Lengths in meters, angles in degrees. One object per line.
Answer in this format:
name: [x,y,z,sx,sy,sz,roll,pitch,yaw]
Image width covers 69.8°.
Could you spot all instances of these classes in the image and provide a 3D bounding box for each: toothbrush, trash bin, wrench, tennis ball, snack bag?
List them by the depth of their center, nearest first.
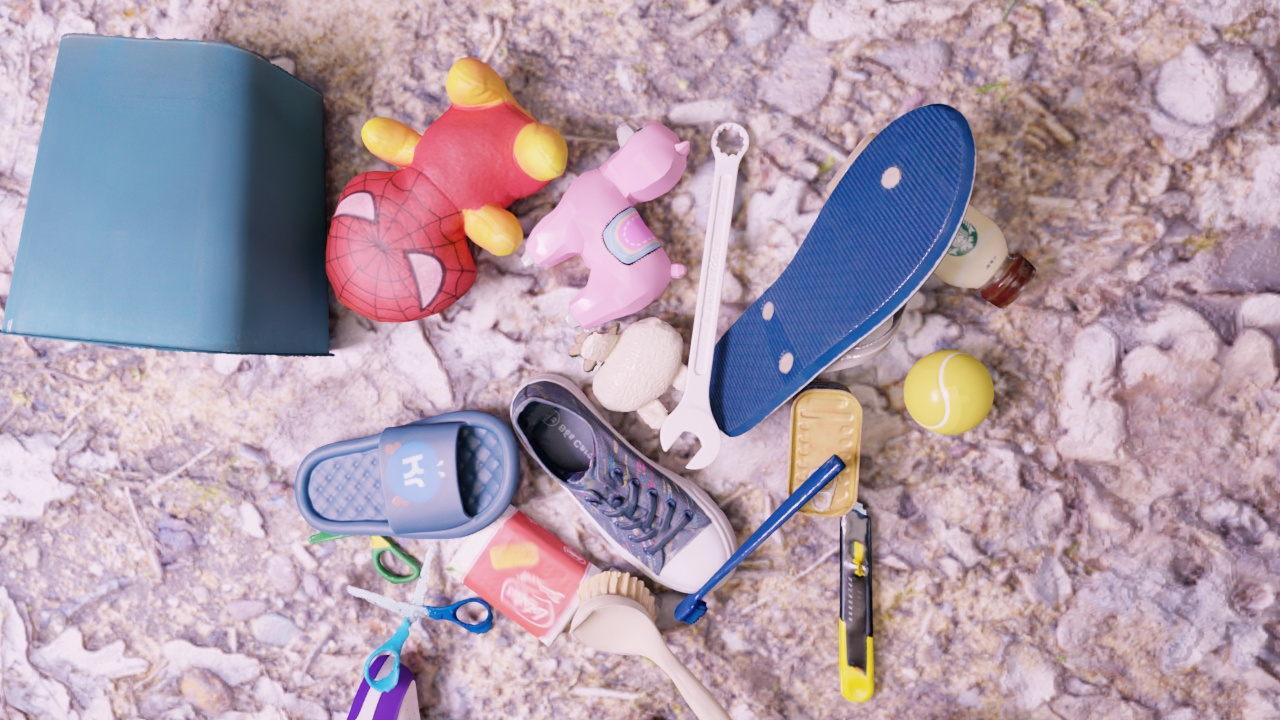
tennis ball: [0.235,0.024,0.701,0.065,0.065,0.065,1,97,7]
toothbrush: [0.091,0.142,0.709,0.017,0.016,0.190,32,112,-23]
trash bin: [-0.347,-0.117,0.709,0.199,0.196,0.218,5,91,6]
wrench: [0.054,-0.052,0.714,0.047,0.009,0.273,8,85,-3]
snack bag: [-0.099,0.179,0.780,0.116,0.036,0.077,36,100,2]

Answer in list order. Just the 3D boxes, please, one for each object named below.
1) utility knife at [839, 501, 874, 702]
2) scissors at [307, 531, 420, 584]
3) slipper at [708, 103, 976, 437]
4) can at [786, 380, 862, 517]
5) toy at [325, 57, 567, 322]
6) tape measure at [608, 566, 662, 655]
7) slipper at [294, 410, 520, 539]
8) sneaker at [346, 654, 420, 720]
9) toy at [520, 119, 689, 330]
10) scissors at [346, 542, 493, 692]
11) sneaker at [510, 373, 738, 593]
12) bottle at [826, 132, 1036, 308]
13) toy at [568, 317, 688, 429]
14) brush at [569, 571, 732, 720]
utility knife: [0.177,0.195,0.755,0.029,0.020,0.174,-2,96,6]
scissors: [-0.233,0.138,0.806,0.125,0.011,0.128,43,98,2]
slipper: [0.145,-0.046,0.662,0.060,0.118,0.296,15,132,-29]
can: [0.143,0.068,0.722,0.054,0.059,0.100,3,97,7]
toy: [-0.159,-0.121,0.721,0.216,0.098,0.147,-45,79,9]
tape measure: [-0.017,0.216,0.782,0.062,0.020,0.060,31,100,2]
slipper: [-0.198,0.102,0.758,0.214,0.059,0.103,-11,86,17]
sneaker: [-0.199,0.381,0.795,0.111,0.091,0.244,6,99,3]
toy: [-0.014,-0.106,0.720,0.157,0.067,0.123,-38,92,6]
scissors: [-0.189,0.219,0.784,0.133,0.014,0.127,16,69,-18]
sneaker: [-0.020,0.106,0.739,0.235,0.079,0.087,43,100,1]
bottle: [0.220,-0.102,0.692,0.162,0.056,0.056,38,100,2]
toy: [-0.004,0.004,0.735,0.112,0.050,0.087,34,110,-12]
brush: [0.049,0.274,0.723,0.272,0.077,0.062,45,132,6]
